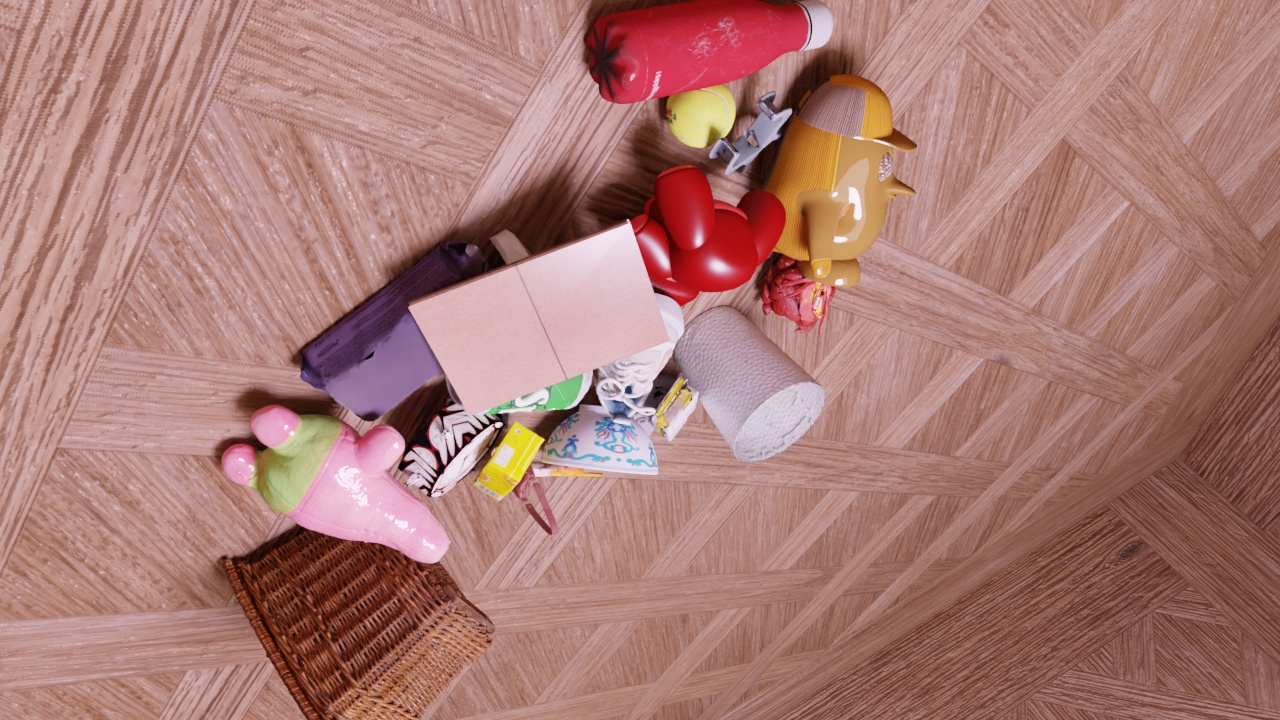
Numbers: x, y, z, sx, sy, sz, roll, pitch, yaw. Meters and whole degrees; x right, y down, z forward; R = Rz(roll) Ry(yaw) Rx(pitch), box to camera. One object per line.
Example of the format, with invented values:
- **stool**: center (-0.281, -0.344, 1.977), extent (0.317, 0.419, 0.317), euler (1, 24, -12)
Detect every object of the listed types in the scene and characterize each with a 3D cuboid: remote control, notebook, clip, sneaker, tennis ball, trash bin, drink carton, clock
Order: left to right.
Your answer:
- **clock**: center (-0.202, 0.083, 1.003), extent (0.115, 0.065, 0.154), euler (-52, 172, 18)
- **drink carton**: center (-0.152, 0.115, 1.036), extent (0.058, 0.043, 0.135), euler (-60, -173, -24)
- **remote control**: center (-0.101, -0.078, 0.916), extent (0.024, 0.049, 0.143), euler (-37, 146, 0)
- **notebook**: center (-0.088, -0.035, 0.854), extent (0.209, 0.008, 0.141), euler (-21, 129, 0)
- **sneaker**: center (-0.006, 0.006, 0.986), extent (0.089, 0.090, 0.243), euler (6, 160, -5)
- **remote control**: center (-0.005, 0.079, 1.208), extent (0.074, 0.019, 0.151), euler (3, 129, -43)
- **tennis ball**: center (0.056, -0.233, 0.861), extent (0.065, 0.065, 0.065), euler (-23, 143, -19)
- **trash bin**: center (0.126, 0.023, 1.132), extent (0.133, 0.161, 0.133), euler (-24, 143, -19)
- **clip**: center (0.125, -0.232, 0.889), extent (0.127, 0.028, 0.166), euler (-42, 180, 14)

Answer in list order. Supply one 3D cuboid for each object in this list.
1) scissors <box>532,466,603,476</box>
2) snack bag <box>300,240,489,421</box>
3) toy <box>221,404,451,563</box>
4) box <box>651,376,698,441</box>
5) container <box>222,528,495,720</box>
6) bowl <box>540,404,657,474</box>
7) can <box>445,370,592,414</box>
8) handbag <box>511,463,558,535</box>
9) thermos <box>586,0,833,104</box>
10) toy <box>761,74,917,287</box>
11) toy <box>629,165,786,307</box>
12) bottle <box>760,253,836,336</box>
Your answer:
- **scissors**: center (-0.101, 0.146, 1.191), extent (0.097, 0.012, 0.133), euler (-2, 169, 12)
- **snack bag**: center (-0.215, -0.025, 0.871), extent (0.205, 0.058, 0.096), euler (-38, 145, 2)
- **toy**: center (-0.288, 0.127, 0.909), extent (0.236, 0.096, 0.193), euler (37, 130, -20)
- **box**: center (0.044, 0.063, 1.126), extent (0.064, 0.033, 0.209), euler (-53, 172, -5)
- **container**: center (-0.295, 0.274, 1.002), extent (0.183, 0.250, 0.162), euler (-40, 146, -13)
- **bowl**: center (-0.046, 0.094, 1.122), extent (0.143, 0.144, 0.074), euler (12, 83, -47)
- **can**: center (-0.126, 0.010, 0.963), extent (0.139, 0.087, 0.088), euler (-2, 132, -40)
- **handbag**: center (-0.130, 0.165, 1.109), extent (0.029, 0.119, 0.055), euler (-9, 136, -35)
- **thermos**: center (0.071, -0.282, 0.811), extent (0.239, 0.073, 0.073), euler (-19, 141, -25)
- **toy**: center (0.211, -0.198, 0.971), extent (0.162, 0.198, 0.204), euler (11, 121, 5)
- **toy**: center (0.035, -0.111, 0.932), extent (0.158, 0.120, 0.198), euler (8, 159, -37)
- **bottle**: center (0.199, -0.090, 1.126), extent (0.098, 0.099, 0.111), euler (-3, 128, -39)
